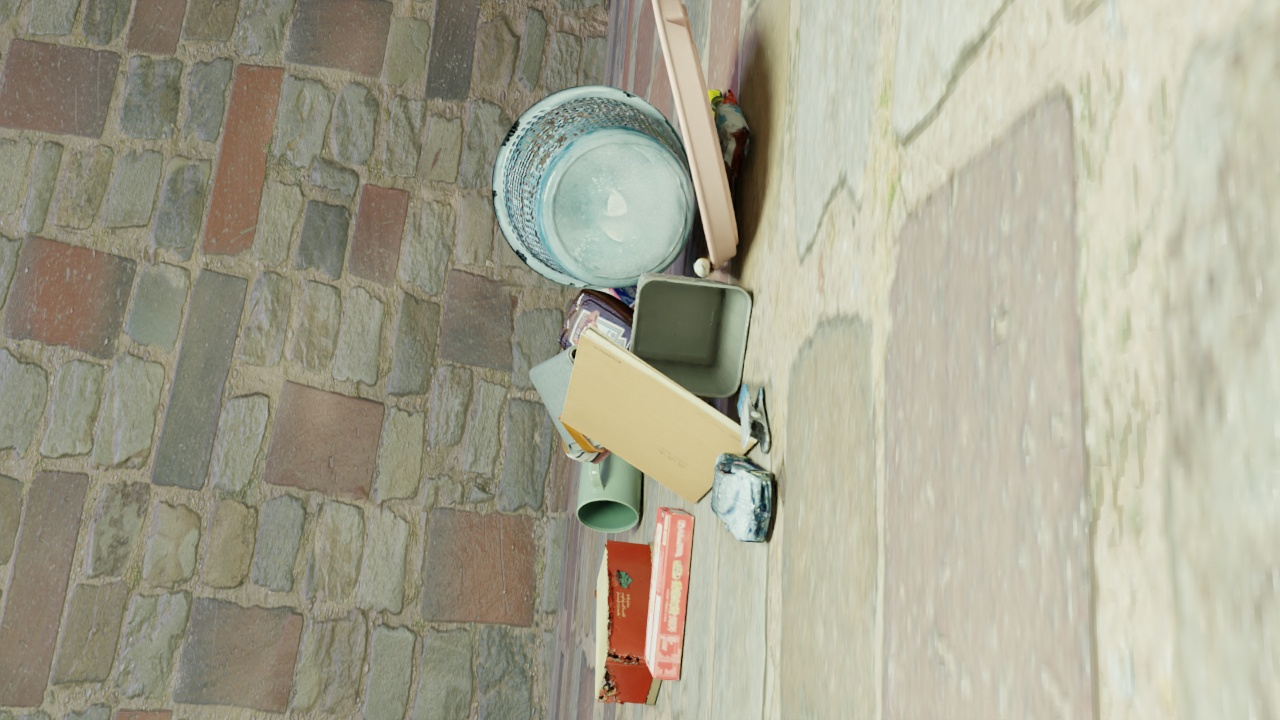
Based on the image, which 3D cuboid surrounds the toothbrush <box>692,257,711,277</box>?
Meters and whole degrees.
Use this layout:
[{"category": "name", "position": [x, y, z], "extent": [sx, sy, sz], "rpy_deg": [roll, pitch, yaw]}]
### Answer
[{"category": "toothbrush", "position": [0.053, -0.082, 0.812], "extent": [0.191, 0.018, 0.016], "rpy_deg": [-53, -53, -81]}]

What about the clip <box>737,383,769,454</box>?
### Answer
[{"category": "clip", "position": [0.080, 0.042, 0.644], "extent": [0.057, 0.036, 0.025], "rpy_deg": [-87, 8, -53]}]

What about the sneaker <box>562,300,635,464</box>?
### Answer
[{"category": "sneaker", "position": [0.006, 0.020, 0.983], "extent": [0.242, 0.087, 0.118], "rpy_deg": [-57, 31, 24]}]

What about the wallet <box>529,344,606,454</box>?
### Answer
[{"category": "wallet", "position": [-0.066, 0.044, 0.909], "extent": [0.106, 0.036, 0.130], "rpy_deg": [64, 155, -2]}]

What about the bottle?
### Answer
[{"category": "bottle", "position": [-0.005, 0.005, 0.873], "extent": [0.195, 0.044, 0.080], "rpy_deg": [42, 113, 39]}]

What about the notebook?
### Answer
[{"category": "notebook", "position": [0.006, 0.054, 0.757], "extent": [0.012, 0.149, 0.212], "rpy_deg": [-55, -4, -22]}]

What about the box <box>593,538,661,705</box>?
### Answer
[{"category": "box", "position": [-0.021, 0.283, 1.001], "extent": [0.168, 0.078, 0.091], "rpy_deg": [-93, 12, -53]}]

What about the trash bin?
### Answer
[{"category": "trash bin", "position": [-0.036, -0.164, 0.941], "extent": [0.195, 0.226, 0.227], "rpy_deg": [-122, 38, -70]}]

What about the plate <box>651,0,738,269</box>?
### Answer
[{"category": "plate", "position": [0.047, -0.189, 0.758], "extent": [0.229, 0.028, 0.229], "rpy_deg": [-11, -91, -84]}]

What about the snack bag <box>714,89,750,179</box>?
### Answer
[{"category": "snack bag", "position": [0.079, -0.198, 0.795], "extent": [0.105, 0.026, 0.045], "rpy_deg": [-95, 17, -53]}]

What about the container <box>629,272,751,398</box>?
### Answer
[{"category": "container", "position": [0.035, -0.027, 0.771], "extent": [0.114, 0.090, 0.090], "rpy_deg": [-107, 24, -79]}]

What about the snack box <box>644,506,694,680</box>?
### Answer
[{"category": "snack box", "position": [0.026, 0.221, 0.881], "extent": [0.075, 0.025, 0.153], "rpy_deg": [148, 127, -82]}]

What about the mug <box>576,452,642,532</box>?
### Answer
[{"category": "mug", "position": [-0.044, 0.153, 1.205], "extent": [0.112, 0.082, 0.106], "rpy_deg": [66, -158, -47]}]

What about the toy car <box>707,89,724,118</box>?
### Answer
[{"category": "toy car", "position": [0.065, -0.218, 0.910], "extent": [0.048, 0.032, 0.105], "rpy_deg": [116, 157, -69]}]

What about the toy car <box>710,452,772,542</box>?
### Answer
[{"category": "toy car", "position": [0.067, 0.094, 0.641], "extent": [0.105, 0.031, 0.049], "rpy_deg": [-157, 70, -81]}]

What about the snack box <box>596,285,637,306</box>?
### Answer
[{"category": "snack box", "position": [-0.017, -0.052, 1.126], "extent": [0.058, 0.057, 0.207], "rpy_deg": [-66, 22, 16]}]
